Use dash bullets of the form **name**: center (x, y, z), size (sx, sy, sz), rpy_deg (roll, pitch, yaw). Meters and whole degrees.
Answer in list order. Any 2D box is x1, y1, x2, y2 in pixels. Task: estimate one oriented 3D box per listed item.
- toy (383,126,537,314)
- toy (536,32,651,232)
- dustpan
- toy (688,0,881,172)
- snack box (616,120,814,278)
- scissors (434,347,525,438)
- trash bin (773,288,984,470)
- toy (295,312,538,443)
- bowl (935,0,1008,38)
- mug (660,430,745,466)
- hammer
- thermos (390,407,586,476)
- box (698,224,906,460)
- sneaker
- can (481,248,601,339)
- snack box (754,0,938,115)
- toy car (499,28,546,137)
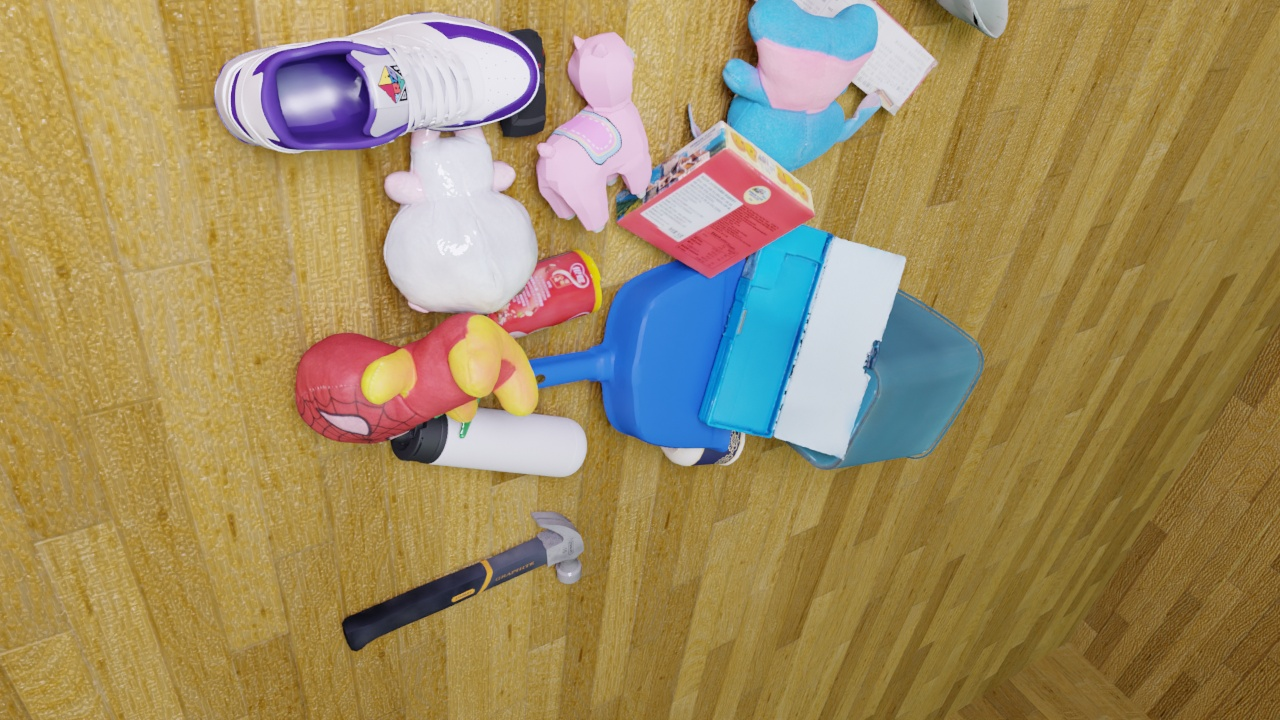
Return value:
- **toy**: center (-0.156, -0.123, 0.790), size (0.138, 0.101, 0.180), rpy_deg (-17, 110, -29)
- **toy**: center (-0.043, -0.204, 0.817), size (0.123, 0.067, 0.158), rpy_deg (-41, 141, -25)
- **dustpan**: center (-0.006, 0.006, 1.008), size (0.257, 0.059, 0.246), rpy_deg (-11, 112, -37)
- **toy**: center (0.159, -0.261, 0.894), size (0.223, 0.098, 0.192), rpy_deg (-9, 148, -19)
- **snack box**: center (0.075, -0.154, 0.917), size (0.145, 0.040, 0.142), rpy_deg (-29, 140, 36)
- **scissors**: center (-0.167, 0.013, 0.917), size (0.131, 0.012, 0.108), rpy_deg (-43, 123, -35)
- **trash bin**: center (0.276, 0.027, 1.165), size (0.218, 0.196, 0.200), rpy_deg (-9, 130, -46)
- **toy**: center (-0.208, 0.019, 0.820), size (0.216, 0.098, 0.147), rpy_deg (-10, 154, 16)
- **bowl**: center (0.312, -0.404, 0.929), size (0.174, 0.068, 0.174), rpy_deg (13, 73, -49)
- **mug**: center (0.072, 0.080, 1.172), size (0.089, 0.086, 0.112), rpy_deg (0, 89, -37)
- **hammer**: center (-0.215, 0.282, 1.149), size (0.311, 0.035, 0.140), rpy_deg (-20, 134, -24)
- **thermos**: center (-0.157, 0.070, 0.983), size (0.229, 0.068, 0.101), rpy_deg (12, 104, -43)
- **box**: center (0.179, -0.026, 1.040), size (0.175, 0.060, 0.243), rpy_deg (16, 97, -5)
- **sneaker**: center (-0.175, -0.202, 0.667), size (0.243, 0.111, 0.092), rpy_deg (-17, 114, -24)
- **can**: center (-0.105, -0.062, 0.901), size (0.124, 0.066, 0.067), rpy_deg (-21, 136, -24)
- **snack box**: center (0.205, -0.339, 0.926), size (0.272, 0.044, 0.077), rpy_deg (16, 119, -45)
- **toy car**: center (-0.099, -0.232, 0.777), size (0.042, 0.036, 0.092), rpy_deg (-18, 135, -27)
